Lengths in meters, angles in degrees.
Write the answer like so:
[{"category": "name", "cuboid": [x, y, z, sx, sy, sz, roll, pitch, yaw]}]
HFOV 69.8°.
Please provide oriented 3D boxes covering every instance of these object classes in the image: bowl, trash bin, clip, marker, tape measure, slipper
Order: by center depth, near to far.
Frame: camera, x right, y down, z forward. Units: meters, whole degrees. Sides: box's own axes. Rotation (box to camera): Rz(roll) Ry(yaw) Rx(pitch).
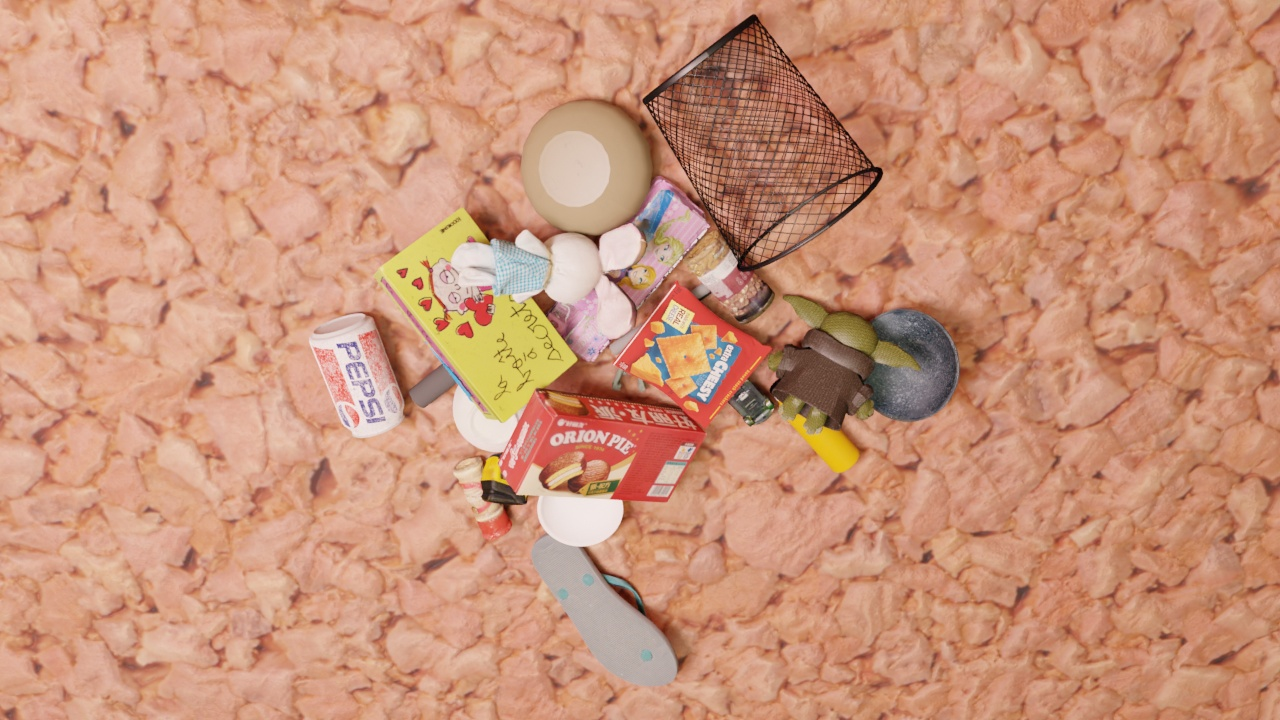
[{"category": "trash bin", "cuboid": [0.120, -0.233, 0.975, 0.184, 0.184, 0.210, -35, 103, 11]}, {"category": "bowl", "cuboid": [-0.066, -0.212, 1.016, 0.152, 0.050, 0.152, 3, 103, 13]}, {"category": "marker", "cuboid": [0.023, -0.050, 1.109, 0.140, 0.016, 0.016, -34, 109, 0]}, {"category": "bowl", "cuboid": [0.333, 0.004, 1.121, 0.137, 0.057, 0.137, 6, 99, 41]}, {"category": "bowl", "cuboid": [-0.178, 0.066, 1.138, 0.113, 0.063, 0.113, 0, 112, -1]}, {"category": "clip", "cuboid": [-0.013, 0.002, 1.140, 0.059, 0.023, 0.076, 3, 113, -4]}, {"category": "tape measure", "cuboid": [-0.173, 0.151, 1.173, 0.065, 0.037, 0.064, 16, 71, -43]}, {"category": "bowl", "cuboid": [-0.078, 0.185, 1.199, 0.110, 0.040, 0.110, 0, 111, -1]}, {"category": "slipper", "cuboid": [-0.052, 0.341, 1.263, 0.098, 0.054, 0.269, -39, 96, 15]}]

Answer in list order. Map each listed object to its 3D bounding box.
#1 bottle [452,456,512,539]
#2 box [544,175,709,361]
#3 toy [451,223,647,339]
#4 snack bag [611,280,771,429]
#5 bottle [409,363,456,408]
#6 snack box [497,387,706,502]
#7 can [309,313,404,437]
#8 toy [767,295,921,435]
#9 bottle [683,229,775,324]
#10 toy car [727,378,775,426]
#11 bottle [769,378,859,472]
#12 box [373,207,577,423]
[{"category": "bottle", "cuboid": [-0.205, 0.179, 1.192, 0.044, 0.044, 0.109, -19, 109, 6]}, {"category": "box", "cuboid": [-0.019, -0.103, 1.082, 0.084, 0.053, 0.231, 38, 105, -14]}, {"category": "toy", "cuboid": [-0.106, -0.097, 1.015, 0.205, 0.105, 0.131, 2, 106, -13]}, {"category": "snack bag", "cuboid": [0.061, -0.006, 1.109, 0.144, 0.039, 0.131, 35, 105, -13]}, {"category": "bottle", "cuboid": [-0.234, 0.014, 1.134, 0.113, 0.030, 0.030, -37, 108, 12]}, {"category": "snack box", "cuboid": [-0.042, 0.106, 1.099, 0.236, 0.060, 0.113, 10, 117, -40]}, {"category": "can", "cuboid": [-0.339, 0.018, 1.107, 0.078, 0.078, 0.136, -14, 111, 3]}, {"category": "toy", "cuboid": [0.225, 0.013, 1.100, 0.179, 0.078, 0.152, 30, 80, 13]}, {"category": "bottle", "cuboid": [0.105, -0.098, 1.085, 0.056, 0.056, 0.105, -41, 107, 13]}, {"category": "toy car", "cuboid": [0.129, 0.043, 1.152, 0.042, 0.036, 0.091, -42, 106, 13]}, {"category": "bottle", "cuboid": [0.219, 0.080, 1.165, 0.043, 0.043, 0.143, -39, 107, 13]}, {"category": "box", "cuboid": [-0.188, -0.048, 1.051, 0.124, 0.081, 0.221, -39, 101, -19]}]
